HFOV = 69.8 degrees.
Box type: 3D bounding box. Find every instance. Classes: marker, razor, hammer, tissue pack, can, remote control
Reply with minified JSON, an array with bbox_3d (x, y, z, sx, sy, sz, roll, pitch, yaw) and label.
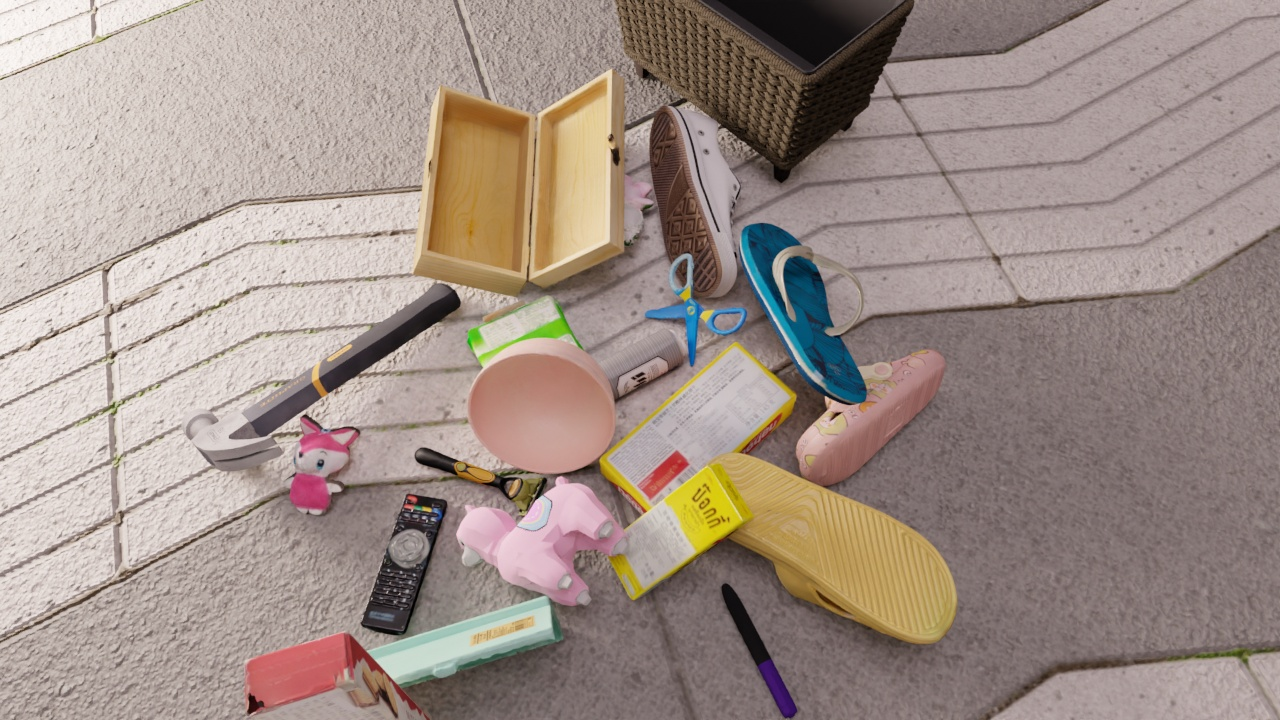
[{"bbox_3d":[0.108,0.269,0.857,0.015,0.018,0.134,-32,63,8],"label":"marker"},{"bbox_3d":[-0.170,0.119,0.949,0.144,0.021,0.044,17,64,14],"label":"razor"},{"bbox_3d":[-0.331,0.008,0.988,0.311,0.035,0.139,-38,38,-23],"label":"hammer"},{"bbox_3d":[-0.124,-0.014,1.010,0.114,0.034,0.099,-25,66,-11],"label":"tissue pack"},{"bbox_3d":[-0.006,0.006,0.989,0.106,0.044,0.044,-28,64,-12],"label":"can"},{"bbox_3d":[-0.232,0.199,0.907,0.045,0.021,0.140,9,58,5],"label":"remote control"}]

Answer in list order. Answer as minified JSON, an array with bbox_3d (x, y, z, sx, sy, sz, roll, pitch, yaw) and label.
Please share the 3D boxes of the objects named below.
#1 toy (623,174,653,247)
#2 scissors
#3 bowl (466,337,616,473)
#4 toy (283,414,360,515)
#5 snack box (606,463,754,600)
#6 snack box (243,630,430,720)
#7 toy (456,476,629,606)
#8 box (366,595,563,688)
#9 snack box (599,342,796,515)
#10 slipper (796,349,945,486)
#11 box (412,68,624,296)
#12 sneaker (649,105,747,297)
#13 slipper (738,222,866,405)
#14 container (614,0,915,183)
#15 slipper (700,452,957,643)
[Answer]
[{"bbox_3d":[-0.028,-0.179,1.092,0.096,0.041,0.108,24,59,14],"label":"toy"},{"bbox_3d":[0.058,-0.057,1.011,0.126,0.013,0.127,-3,82,29],"label":"scissors"},{"bbox_3d":[-0.095,0.035,0.932,0.153,0.153,0.076,3,35,4],"label":"bowl"},{"bbox_3d":[-0.334,0.106,0.948,0.065,0.050,0.102,7,67,0],"label":"toy"},{"bbox_3d":[0.033,0.161,0.860,0.149,0.025,0.061,-41,69,27],"label":"snack box"},{"bbox_3d":[-0.220,0.282,0.718,0.076,0.273,0.044,-15,56,-6],"label":"snack box"},{"bbox_3d":[-0.099,0.166,0.877,0.158,0.067,0.123,24,69,36],"label":"toy"},{"bbox_3d":[-0.164,0.256,0.809,0.187,0.138,0.055,-16,69,-7],"label":"box"},{"bbox_3d":[0.060,0.076,0.949,0.200,0.042,0.092,-40,68,-17],"label":"snack box"},{"bbox_3d":[0.225,0.043,0.938,0.197,0.093,0.081,-35,56,-17],"label":"slipper"},{"bbox_3d":[-0.134,-0.206,1.068,0.253,0.119,0.247,-6,63,11],"label":"box"},{"bbox_3d":[0.082,-0.185,1.076,0.097,0.091,0.245,0,62,-27],"label":"sneaker"},{"bbox_3d":[0.173,-0.072,0.949,0.118,0.060,0.294,18,36,-24],"label":"slipper"},{"bbox_3d":[0.128,-0.385,1.101,0.176,0.205,0.321,-40,67,-18],"label":"container"},{"bbox_3d":[0.170,0.176,0.870,0.263,0.078,0.099,28,65,16],"label":"slipper"}]
